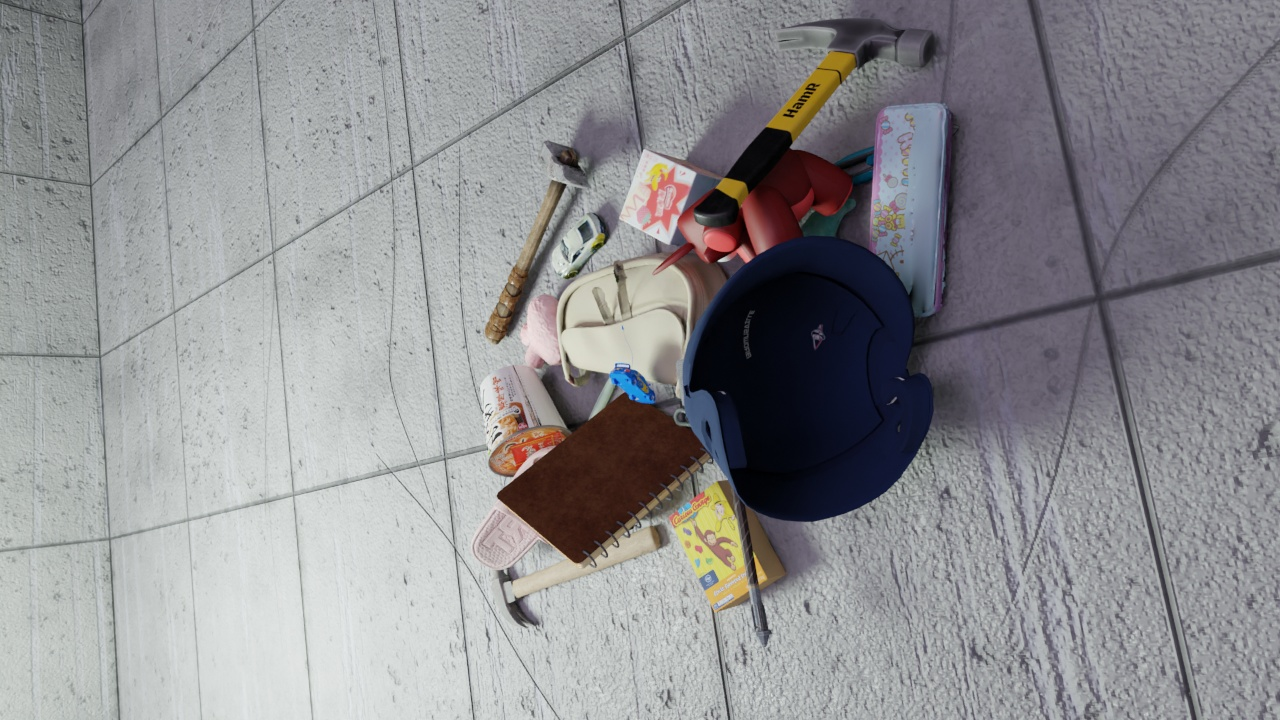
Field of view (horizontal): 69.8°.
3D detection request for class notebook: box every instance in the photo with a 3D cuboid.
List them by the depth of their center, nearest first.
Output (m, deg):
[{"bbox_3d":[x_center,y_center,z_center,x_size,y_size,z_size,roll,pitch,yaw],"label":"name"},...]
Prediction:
[{"bbox_3d":[-0.039,0.142,1.117,0.167,0.225,0.024,31,147,37],"label":"notebook"}]

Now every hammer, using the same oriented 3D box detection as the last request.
[{"bbox_3d":[0.151,-0.246,0.925,0.170,0.034,0.323,21,61,33],"label":"hammer"},{"bbox_3d":[0.109,0.153,1.027,0.044,0.098,0.321,-21,71,39],"label":"hammer"},{"bbox_3d":[-0.096,0.289,1.276,0.332,0.030,0.119,-28,71,35],"label":"hammer"},{"bbox_3d":[-0.159,-0.157,1.317,0.320,0.048,0.121,-62,35,28],"label":"hammer"}]

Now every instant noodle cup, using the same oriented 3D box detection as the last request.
[{"bbox_3d":[-0.169,0.079,1.288,0.124,0.123,0.121,-46,51,31],"label":"instant noodle cup"}]

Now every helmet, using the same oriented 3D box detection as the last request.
[{"bbox_3d":[0.153,-0.002,0.921,0.222,0.232,0.273,-107,16,-53],"label":"helmet"}]

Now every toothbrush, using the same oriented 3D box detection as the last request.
[{"bbox_3d":[-0.064,0.083,1.254,0.155,0.015,0.022,-64,24,19],"label":"toothbrush"}]

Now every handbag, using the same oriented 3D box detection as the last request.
[{"bbox_3d":[-0.018,-0.042,1.141,0.229,0.131,0.184,8,102,39],"label":"handbag"}]

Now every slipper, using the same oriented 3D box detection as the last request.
[{"bbox_3d":[-0.155,0.210,1.258,0.094,0.064,0.240,39,112,-9],"label":"slipper"}]

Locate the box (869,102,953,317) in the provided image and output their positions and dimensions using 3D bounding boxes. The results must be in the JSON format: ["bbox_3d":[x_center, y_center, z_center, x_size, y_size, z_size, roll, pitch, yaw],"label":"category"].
[{"bbox_3d":[0.274,-0.151,0.934,0.076,0.033,0.214,6,98,37],"label":"box"}]

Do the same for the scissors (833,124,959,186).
[{"bbox_3d":[0.263,-0.210,0.971,0.136,0.019,0.138,32,108,35],"label":"scissors"}]

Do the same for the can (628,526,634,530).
[{"bbox_3d":[-0.047,0.175,1.187,0.090,0.089,0.074,11,96,41],"label":"can"}]

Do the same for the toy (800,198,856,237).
[{"bbox_3d":[0.208,-0.120,1.007,0.085,0.033,0.105,-23,67,35],"label":"toy"}]

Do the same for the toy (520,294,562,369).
[{"bbox_3d":[-0.138,-0.035,1.303,0.105,0.053,0.108,-36,66,47],"label":"toy"}]

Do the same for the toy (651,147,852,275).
[{"bbox_3d":[0.116,-0.154,1.000,0.120,0.158,0.198,51,147,-12],"label":"toy"}]

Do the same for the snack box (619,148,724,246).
[{"bbox_3d":[0.043,-0.196,1.124,0.095,0.079,0.093,34,111,36],"label":"snack box"}]

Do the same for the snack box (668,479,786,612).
[{"bbox_3d":[0.101,0.218,1.086,0.088,0.040,0.125,-43,62,32],"label":"snack box"}]

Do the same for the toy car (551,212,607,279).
[{"bbox_3d":[-0.089,-0.158,1.273,0.106,0.033,0.048,-45,63,33],"label":"toy car"}]

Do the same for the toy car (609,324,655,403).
[{"bbox_3d":[-0.007,0.007,1.117,0.033,0.092,0.061,3,64,36],"label":"toy car"}]

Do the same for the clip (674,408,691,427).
[{"bbox_3d":[0.076,0.074,1.122,0.076,0.044,0.023,11,94,42],"label":"clip"}]
